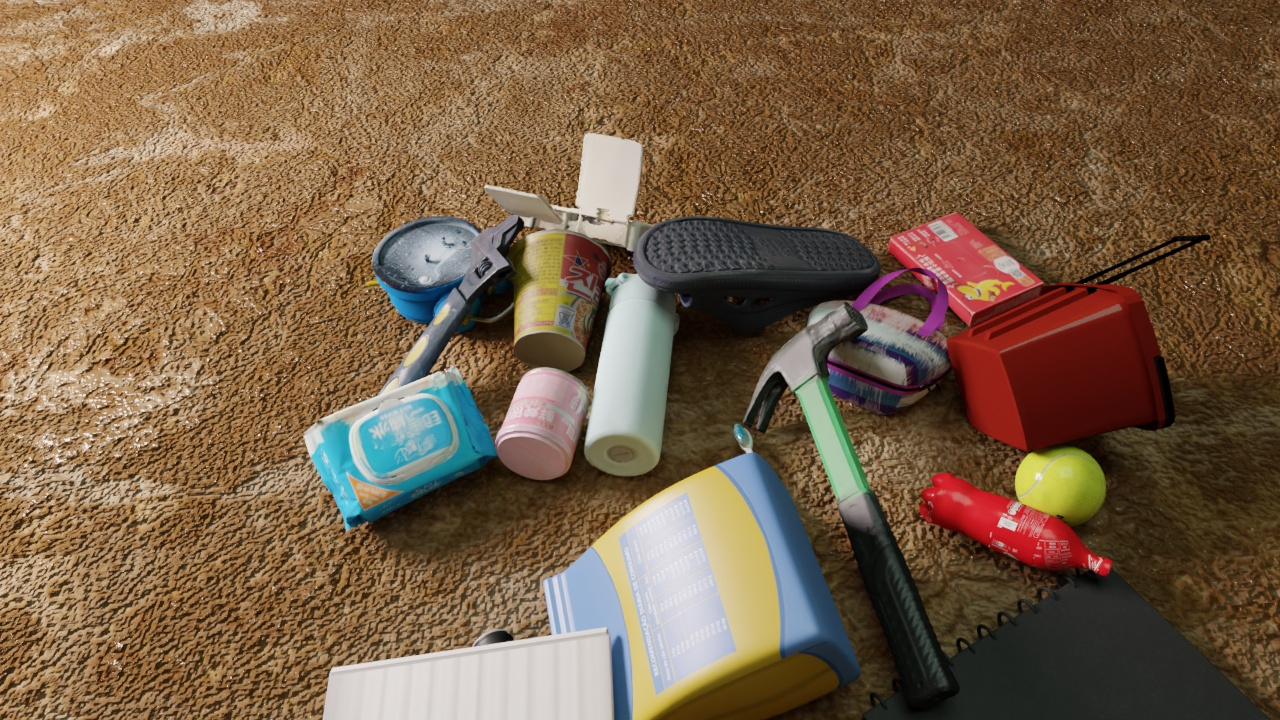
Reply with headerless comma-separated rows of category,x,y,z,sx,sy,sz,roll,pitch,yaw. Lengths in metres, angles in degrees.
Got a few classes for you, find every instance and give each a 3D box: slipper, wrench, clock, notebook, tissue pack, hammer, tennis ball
slipper,0.110,-0.082,0.908,0.267,0.083,0.110,-3,41,-24
wrench,-0.186,-0.028,0.853,0.073,0.022,0.273,18,70,42
clock,-0.197,-0.085,0.941,0.161,0.060,0.116,24,52,22
notebook,-0.119,0.262,0.612,0.210,0.009,0.142,-11,52,9
tissue pack,-0.200,0.070,0.776,0.144,0.062,0.093,-25,77,-19
hammer,0.165,0.106,0.708,0.130,0.032,0.318,-39,45,27
notebook,0.289,0.248,0.622,0.231,0.019,0.169,-24,51,-17
tennis ball,0.331,0.098,0.724,0.065,0.065,0.065,-2,47,2

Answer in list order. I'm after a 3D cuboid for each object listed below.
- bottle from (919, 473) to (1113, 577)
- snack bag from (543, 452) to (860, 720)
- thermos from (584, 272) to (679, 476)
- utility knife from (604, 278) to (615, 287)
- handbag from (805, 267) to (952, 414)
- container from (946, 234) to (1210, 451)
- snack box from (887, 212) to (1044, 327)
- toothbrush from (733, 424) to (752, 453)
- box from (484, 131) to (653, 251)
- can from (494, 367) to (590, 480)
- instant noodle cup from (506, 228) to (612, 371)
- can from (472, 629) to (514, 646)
bottle,0.287,0.130,0.706,0.142,0.042,0.041,22,52,33
snack bag,0.029,0.183,0.656,0.205,0.102,0.158,-27,47,11
thermos,-0.005,0.005,0.837,0.078,0.065,0.206,29,43,-21
utility knife,-0.045,-0.080,0.955,0.158,0.015,0.022,2,16,4
handbag,0.237,-0.033,0.863,0.145,0.068,0.169,24,47,25
container,0.374,-0.010,0.751,0.201,0.127,0.148,-19,7,0
snack box,0.329,-0.096,0.934,0.089,0.021,0.133,-22,49,-15
toothbrush,0.110,0.137,0.732,0.027,0.026,0.222,-29,46,14
box,-0.058,-0.167,0.924,0.145,0.186,0.101,13,83,12
can,-0.084,0.055,0.795,0.067,0.067,0.076,7,48,10
instant noodle cup,-0.080,-0.052,0.884,0.100,0.100,0.112,0,56,4
can,-0.093,0.234,0.654,0.031,0.032,0.080,-21,49,-15
